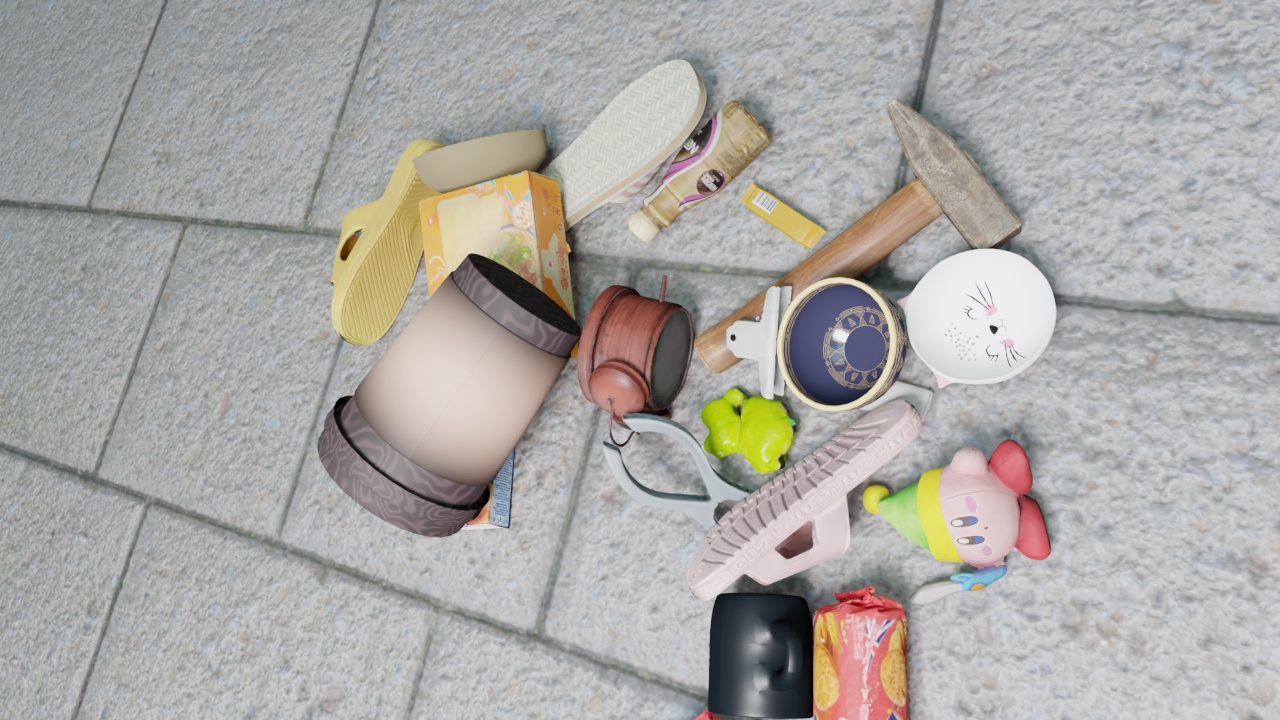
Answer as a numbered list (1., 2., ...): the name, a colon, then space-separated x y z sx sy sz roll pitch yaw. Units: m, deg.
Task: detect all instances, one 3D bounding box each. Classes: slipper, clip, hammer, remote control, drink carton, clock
1. slipper: -0.031 -0.219 0.997 0.264 0.052 0.115 -34 57 27
2. clip: 0.107 -0.018 0.829 0.056 0.056 0.102 2 98 -4
3. slipper: -0.310 -0.149 1.096 0.078 0.099 0.263 21 81 22
4. hammer: 0.170 -0.090 0.842 0.301 0.037 0.158 -38 74 18
5. remote control: 0.193 0.024 0.819 0.131 0.012 0.033 18 84 32
6. drink carton: -0.168 0.112 0.971 0.064 0.040 0.130 -6 71 26
7. clock: -0.005 0.005 0.872 0.072 0.120 0.157 12 72 23
8. clip: 0.051 0.094 0.815 0.163 0.028 0.112 38 96 -8
9. slipper: 0.144 0.127 0.765 0.239 0.094 0.064 -38 97 -1

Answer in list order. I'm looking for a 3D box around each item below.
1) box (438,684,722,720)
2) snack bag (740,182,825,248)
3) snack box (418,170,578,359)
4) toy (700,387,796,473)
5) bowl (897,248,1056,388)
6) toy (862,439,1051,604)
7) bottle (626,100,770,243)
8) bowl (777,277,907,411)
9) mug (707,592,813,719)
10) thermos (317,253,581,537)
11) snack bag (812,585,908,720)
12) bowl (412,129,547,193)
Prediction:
1. box: -0.063 0.342 0.674 0.217 0.351 0.197 -44 22 12
2. snack bag: 0.139 -0.141 0.897 0.099 0.020 0.026 40 100 31
3. snack box: -0.147 -0.088 0.984 0.145 0.080 0.195 -9 86 26
4. toy: 0.100 0.064 0.844 0.094 0.036 0.094 -22 58 27
5. bowl: 0.285 -0.031 0.764 0.115 0.050 0.114 -9 70 26
6. toy: 0.249 0.126 0.734 0.131 0.096 0.124 -18 106 15
7. bottle: 0.054 -0.187 0.935 0.166 0.059 0.059 -43 59 12
8. bowl: 0.181 -0.012 0.789 0.113 0.061 0.112 -4 84 43
9. mug: 0.103 0.237 0.740 0.085 0.122 0.094 6 73 -11
10. thermos: -0.172 0.028 0.865 0.173 0.172 0.226 43 102 32
11. snack bag: 0.174 0.268 0.717 0.082 0.082 0.176 -5 72 27
12. bowl: -0.174 -0.216 1.029 0.153 0.152 0.050 -9 100 26
